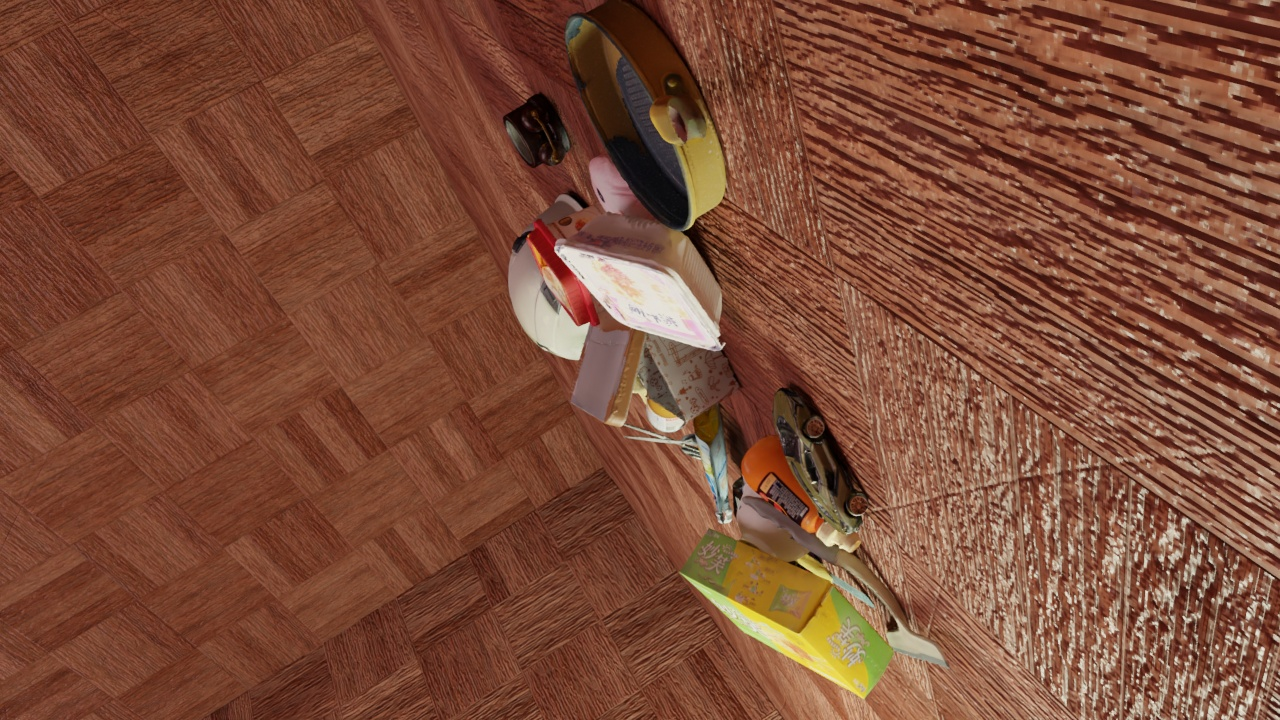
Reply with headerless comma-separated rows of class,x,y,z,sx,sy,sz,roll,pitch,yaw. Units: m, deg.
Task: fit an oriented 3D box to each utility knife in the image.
utility knife,0.210,0.256,1.152,0.216,0.022,0.031,33,154,54

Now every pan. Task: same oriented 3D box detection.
pan,0.009,-0.182,0.694,0.198,0.078,0.357,61,171,-16

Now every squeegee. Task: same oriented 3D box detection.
squeegee,0.213,0.220,0.987,0.246,0.039,0.246,41,172,12

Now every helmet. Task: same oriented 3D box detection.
helmet,-0.115,-0.103,1.371,0.230,0.156,0.274,53,170,27

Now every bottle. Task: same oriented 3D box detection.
bottle,0.173,0.144,0.967,0.149,0.066,0.067,45,165,31
bottle,0.156,0.187,1.232,0.080,0.044,0.195,49,167,26
bottle,0.042,0.052,1.318,0.068,0.068,0.190,56,171,15

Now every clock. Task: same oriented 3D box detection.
clock,-0.129,-0.287,1.158,0.082,0.055,0.122,63,168,-27

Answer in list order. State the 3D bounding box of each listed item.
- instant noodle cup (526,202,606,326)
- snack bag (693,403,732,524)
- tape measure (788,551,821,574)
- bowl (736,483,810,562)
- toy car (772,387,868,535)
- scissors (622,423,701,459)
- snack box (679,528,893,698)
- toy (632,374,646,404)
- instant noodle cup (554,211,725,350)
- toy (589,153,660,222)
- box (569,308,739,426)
instant noodle cup,-0.050,-0.122,1.065,0.116,0.124,0.116,52,169,32
snack bag,0.103,0.139,1.268,0.191,0.039,0.110,75,-176,-46
tape measure,0.209,0.275,1.192,0.039,0.058,0.057,60,-156,-31
bowl,0.158,0.211,1.121,0.118,0.064,0.118,35,158,16
toy car,0.169,0.098,0.891,0.158,0.042,0.070,62,170,-6
scissors,0.049,0.122,1.392,0.179,0.014,0.160,22,159,-23
snack box,0.167,0.291,1.070,0.157,0.070,0.210,47,160,-31
toy,-0.005,0.036,1.425,0.157,0.105,0.066,37,-130,-49
instant noodle cup,0.012,-0.082,0.897,0.138,0.060,0.173,17,165,31
toy,-0.011,-0.165,0.950,0.121,0.054,0.159,53,180,-22
box,-0.009,0.007,1.106,0.152,0.174,0.182,59,172,-14
